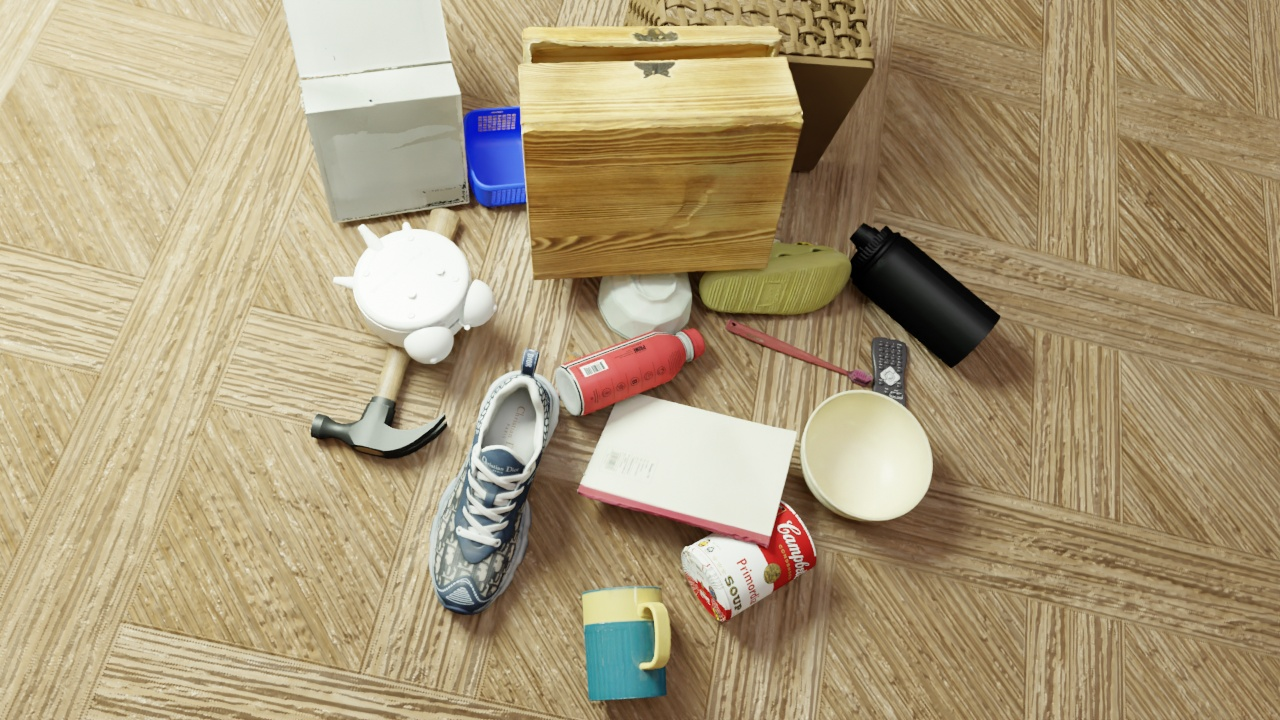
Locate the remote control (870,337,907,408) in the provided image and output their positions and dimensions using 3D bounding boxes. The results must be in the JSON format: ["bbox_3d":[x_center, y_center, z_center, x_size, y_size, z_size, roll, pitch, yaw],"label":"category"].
[{"bbox_3d":[0.306,0.029,1.128,0.046,0.009,0.124,10,67,-6],"label":"remote control"}]

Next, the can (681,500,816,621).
[{"bbox_3d":[0.115,0.212,0.979,0.116,0.087,0.086,-26,75,-19],"label":"can"}]

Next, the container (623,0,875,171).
[{"bbox_3d":[0.123,-0.392,1.146,0.251,0.220,0.213,1,68,-10],"label":"container"}]

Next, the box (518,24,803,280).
[{"bbox_3d":[0.012,-0.216,1.003,0.279,0.246,0.167,-4,53,-6],"label":"box"}]

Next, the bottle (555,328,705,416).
[{"bbox_3d":[-0.006,0.006,1.047,0.176,0.062,0.062,-21,74,-25],"label":"bottle"}]

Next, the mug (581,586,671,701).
[{"bbox_3d":[-0.008,0.281,0.915,0.083,0.114,0.107,10,67,-31],"label":"mug"}]

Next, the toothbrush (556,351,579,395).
[{"bbox_3d":[-0.110,0.069,1.034,0.015,0.016,0.184,24,68,3],"label":"toothbrush"}]

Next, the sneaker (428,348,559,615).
[{"bbox_3d":[-0.149,0.122,0.936,0.103,0.132,0.269,17,72,-3],"label":"sneaker"}]

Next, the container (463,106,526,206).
[{"bbox_3d":[-0.167,-0.246,1.124,0.096,0.058,0.114,-8,70,-13],"label":"container"}]

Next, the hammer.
[{"bbox_3d":[-0.257,-0.039,1.040,0.132,0.040,0.304,13,66,-2],"label":"hammer"}]

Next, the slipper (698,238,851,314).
[{"bbox_3d":[0.159,-0.107,1.125,0.190,0.092,0.081,-6,45,-11],"label":"slipper"}]

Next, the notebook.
[{"bbox_3d":[0.054,0.112,1.000,0.209,0.012,0.152,14,51,12],"label":"notebook"}]

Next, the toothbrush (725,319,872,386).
[{"bbox_3d":[0.194,-0.010,1.119,0.190,0.016,0.016,22,67,-1],"label":"toothbrush"}]

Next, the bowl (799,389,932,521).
[{"bbox_3d":[0.246,0.116,1.047,0.150,0.075,0.150,4,68,-10],"label":"bowl"}]

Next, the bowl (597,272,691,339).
[{"bbox_3d":[0.010,-0.083,1.091,0.117,0.061,0.117,4,67,-10],"label":"bowl"}]

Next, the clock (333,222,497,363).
[{"bbox_3d":[-0.246,-0.080,1.001,0.161,0.073,0.125,41,70,14],"label":"clock"}]

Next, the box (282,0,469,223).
[{"bbox_3d":[-0.290,-0.375,0.963,0.166,0.480,0.119,-11,34,-15],"label":"box"}]

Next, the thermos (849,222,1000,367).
[{"bbox_3d":[0.337,-0.089,1.139,0.198,0.086,0.086,42,67,7],"label":"thermos"}]
